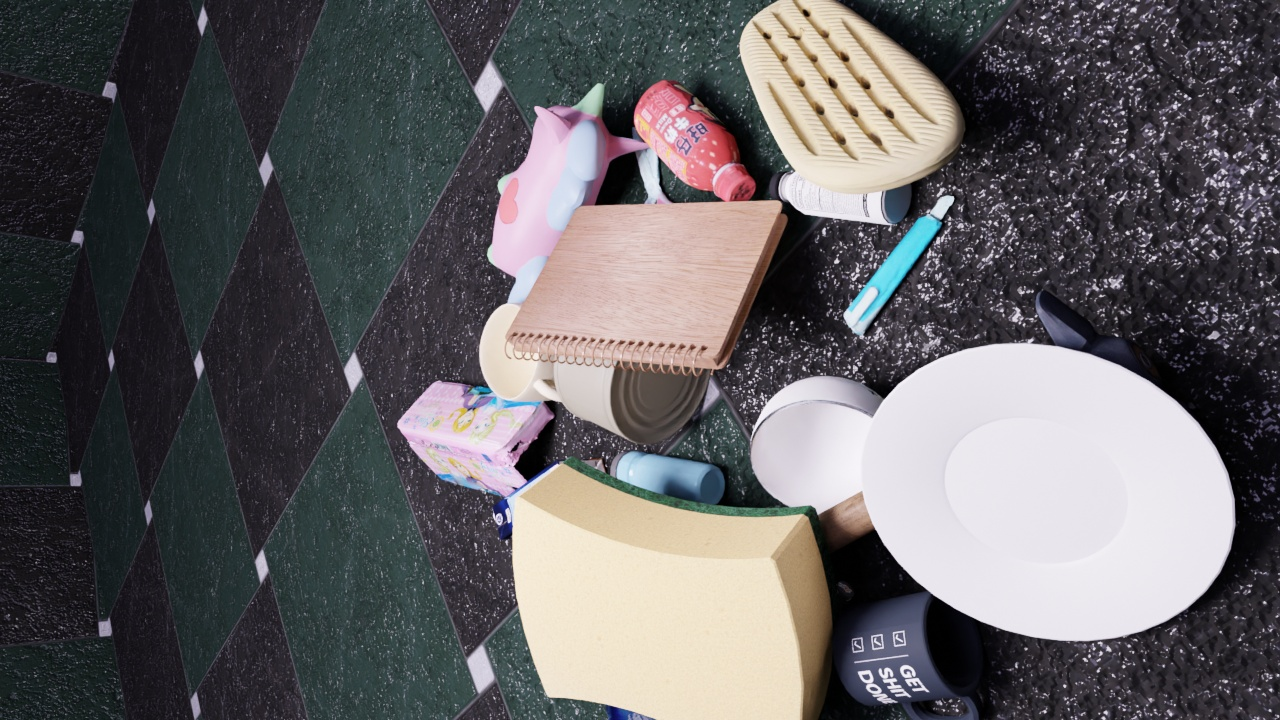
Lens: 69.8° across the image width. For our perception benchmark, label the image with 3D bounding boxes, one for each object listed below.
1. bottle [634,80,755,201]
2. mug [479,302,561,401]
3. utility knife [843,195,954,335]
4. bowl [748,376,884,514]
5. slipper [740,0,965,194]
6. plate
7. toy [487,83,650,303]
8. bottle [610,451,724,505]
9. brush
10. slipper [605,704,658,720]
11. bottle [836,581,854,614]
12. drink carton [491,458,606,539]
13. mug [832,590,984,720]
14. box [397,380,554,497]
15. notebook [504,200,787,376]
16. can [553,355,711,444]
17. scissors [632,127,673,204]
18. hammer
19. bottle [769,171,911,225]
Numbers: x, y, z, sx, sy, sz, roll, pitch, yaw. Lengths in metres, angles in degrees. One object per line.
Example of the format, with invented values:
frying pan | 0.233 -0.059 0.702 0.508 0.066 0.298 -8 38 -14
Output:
bottle | 0.051 -0.187 0.808 0.137 0.061 0.062 52 125 32
mug | -0.089 0.000 0.930 0.120 0.099 0.096 51 122 32
utility knife | 0.195 -0.071 0.687 0.022 0.015 0.124 47 121 21
bowl | 0.142 0.057 0.690 0.113 0.063 0.114 9 128 12
slipper | 0.146 -0.187 0.683 0.111 0.079 0.261 -26 45 6
plate | 0.239 0.082 0.562 0.209 0.015 0.209 15 123 25
toy | -0.088 -0.156 0.916 0.171 0.120 0.222 11 89 63
bottle | 0.019 0.109 0.856 0.130 0.040 0.040 4 93 47
brush | 0.023 0.195 0.719 0.251 0.075 0.195 8 115 31
slipper | 0.056 0.335 0.770 0.253 0.095 0.105 9 97 44
bottle | 0.132 0.215 0.735 0.110 0.036 0.036 -56 52 31
drink carton | -0.094 0.147 0.961 0.130 0.064 0.040 -38 60 40
mug | 0.197 0.218 0.650 0.078 0.071 0.105 -28 96 44
box | -0.181 0.095 1.081 0.231 0.105 0.086 5 50 47
notebook | 0.000 -0.064 0.767 0.211 0.022 0.168 5 56 34
can | -0.005 0.005 0.820 0.073 0.127 0.128 23 106 43
scissors | 0.004 -0.151 0.895 0.106 0.016 0.179 -35 65 42
hammer | 0.192 0.081 0.624 0.129 0.040 0.323 47 130 -3
bottle | 0.151 -0.132 0.715 0.116 0.041 0.041 18 103 46
